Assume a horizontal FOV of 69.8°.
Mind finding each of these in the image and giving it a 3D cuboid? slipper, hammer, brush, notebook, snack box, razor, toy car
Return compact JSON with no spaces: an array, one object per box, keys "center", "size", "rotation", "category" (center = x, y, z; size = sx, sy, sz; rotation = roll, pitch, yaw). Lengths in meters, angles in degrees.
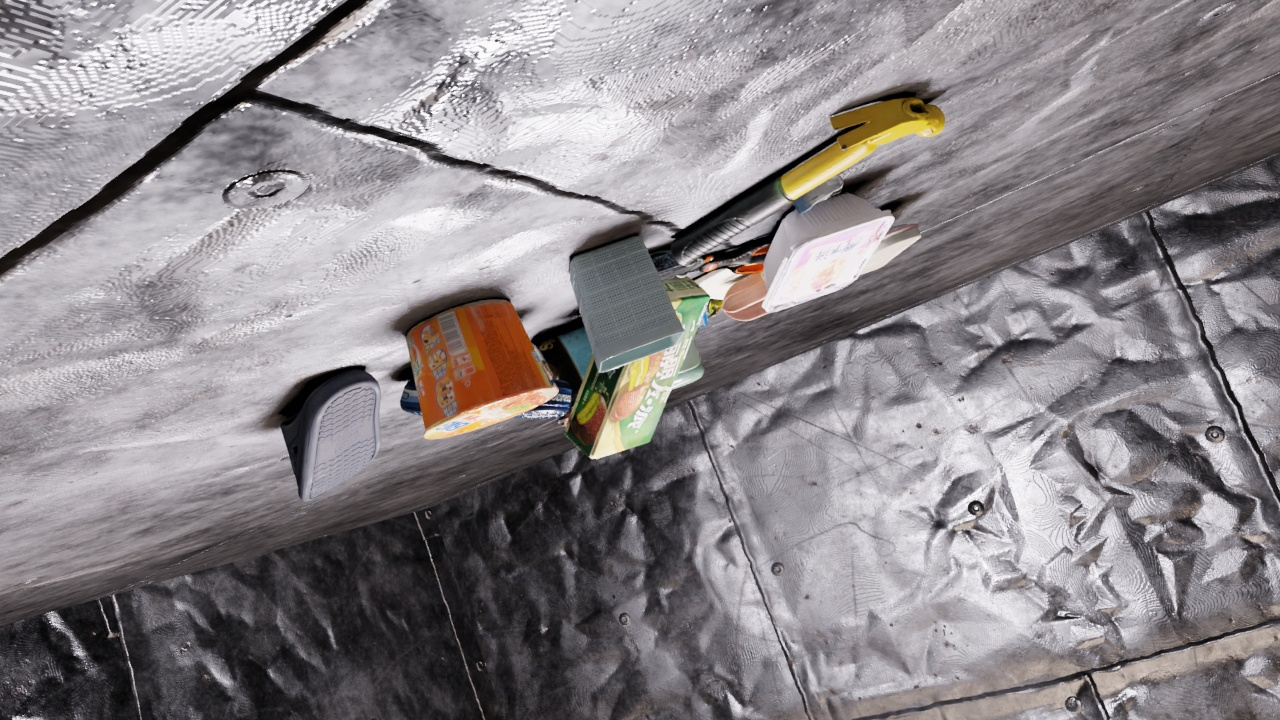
[{"center":[-0.197,0.027,1.130],"size":[0.253,0.095,0.105],"rotation":[0,171,33],"category":"slipper"},{"center":[-0.380,0.077,1.122],"size":[0.110,0.083,0.269],"rotation":[-28,161,-35],"category":"slipper"},{"center":[0.327,-0.161,1.356],"size":[0.114,0.054,0.274],"rotation":[-20,175,-8],"category":"slipper"},{"center":[0.143,-0.169,0.898],"size":[0.302,0.033,0.128],"rotation":[-28,169,41],"category":"hammer"},{"center":[0.182,-0.100,1.289],"size":[0.146,0.063,0.073],"rotation":[-23,176,14],"category":"brush"},{"center":[0.149,-0.123,1.312],"size":[0.146,0.010,0.206],"rotation":[-26,171,23],"category":"notebook"},{"center":[-0.007,0.007,1.162],"size":[0.114,0.063,0.241],"rotation":[-12,132,-47],"category":"snack box"},{"center":[0.149,-0.099,1.453],"size":[0.142,0.022,0.043],"rotation":[-24,129,-2],"category":"razor"},{"center":[0.019,-0.104,1.026],"size":[0.105,0.031,0.049],"rotation":[-17,173,-13],"category":"toy car"}]

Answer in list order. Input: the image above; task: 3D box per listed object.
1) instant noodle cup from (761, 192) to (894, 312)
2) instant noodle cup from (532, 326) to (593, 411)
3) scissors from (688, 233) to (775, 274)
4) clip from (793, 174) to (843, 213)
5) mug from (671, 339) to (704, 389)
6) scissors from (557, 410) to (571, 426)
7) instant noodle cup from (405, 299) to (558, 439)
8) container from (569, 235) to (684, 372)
[{"center":[0.214,-0.136,1.116],"size":[0.138,0.060,0.174],"rotation":[-19,157,-14],"category":"instant noodle cup"},{"center":[-0.074,0.000,1.265],"size":[0.120,0.111,0.111],"rotation":[-27,174,-9],"category":"instant noodle cup"},{"center":[0.091,-0.113,1.155],"size":[0.234,0.021,0.125],"rotation":[-20,162,-11],"category":"scissors"},{"center":[0.191,-0.179,0.984],"size":[0.057,0.024,0.028],"rotation":[-26,176,9],"category":"clip"},{"center":[0.048,-0.013,1.454],"size":[0.082,0.106,0.111],"rotation":[-21,172,7],"category":"mug"},{"center":[-0.040,0.062,1.290],"size":[0.213,0.015,0.197],"rotation":[-30,154,-28],"category":"scissors"},{"center":[-0.176,0.007,0.984],"size":[0.151,0.111,0.151],"rotation":[-20,172,-3],"category":"instant noodle cup"},{"center":[-0.020,-0.058,0.944],"size":[0.090,0.111,0.090],"rotation":[-21,173,-8],"category":"container"}]
